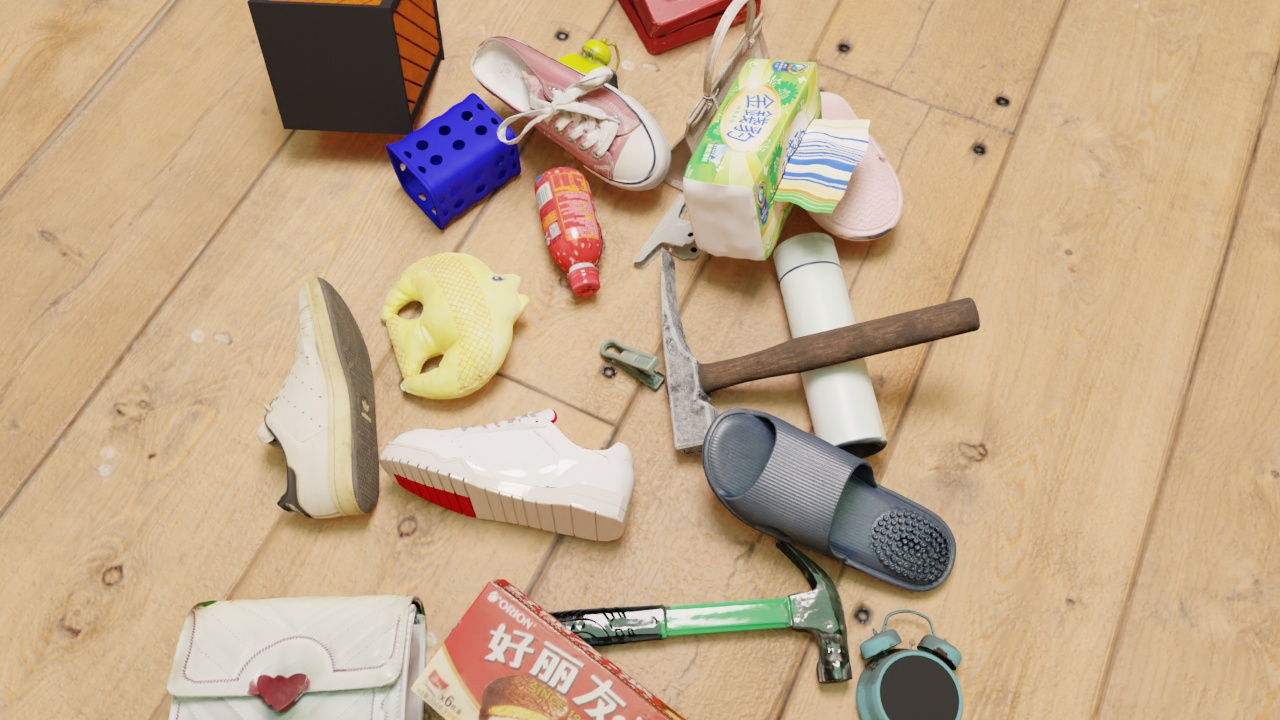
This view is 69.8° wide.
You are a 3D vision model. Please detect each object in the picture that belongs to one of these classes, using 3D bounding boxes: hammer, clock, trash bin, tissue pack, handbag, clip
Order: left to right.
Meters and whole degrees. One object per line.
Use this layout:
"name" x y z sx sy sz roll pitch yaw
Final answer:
"handbag" -0.289 0.272 0.786 0.198 0.096 0.141 -4 66 0
"trash bin" -0.308 -0.355 0.996 0.140 0.140 0.171 3 46 1
"clock" -0.060 -0.309 1.037 0.057 0.083 0.119 37 74 21
"clip" -0.011 -0.001 0.936 0.076 0.061 0.023 28 67 28
"hammer" 0.024 0.237 0.835 0.319 0.032 0.130 -4 68 -1
"clip" 0.039 -0.137 0.990 0.054 0.044 0.101 25 70 24
"handbag" 0.088 -0.299 0.968 0.062 0.198 0.175 28 70 11
"tissue pack" 0.145 -0.198 0.908 0.141 0.120 0.197 13 65 25
"hammer" 0.160 -0.043 0.883 0.301 0.037 0.217 -14 67 21
"clock" 0.238 0.280 0.802 0.090 0.053 0.124 5 64 2

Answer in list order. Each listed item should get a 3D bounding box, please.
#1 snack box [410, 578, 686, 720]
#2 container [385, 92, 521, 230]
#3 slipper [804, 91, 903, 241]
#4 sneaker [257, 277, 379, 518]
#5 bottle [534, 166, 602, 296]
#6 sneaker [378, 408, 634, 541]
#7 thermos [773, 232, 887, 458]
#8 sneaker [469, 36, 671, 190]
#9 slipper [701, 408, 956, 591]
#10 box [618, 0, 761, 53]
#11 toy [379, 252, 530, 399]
"snack box" -0.064 0.300 0.773 0.236 0.060 0.113 36 81 8
"container" -0.199 -0.217 0.997 0.113 0.085 0.084 -39 73 -16
"slipper" 0.212 -0.216 1.010 0.107 0.056 0.221 -11 57 -4
"sneaker" -0.321 0.040 0.895 0.102 0.089 0.241 -14 72 3
"bottle" -0.072 -0.134 0.974 0.062 0.062 0.137 -12 68 -5
"sneaker" -0.119 0.091 0.870 0.237 0.090 0.104 11 59 6
"thermos" 0.187 -0.016 0.920 0.068 0.068 0.229 -8 66 -3
"sneaker" -0.076 -0.259 0.950 0.241 0.087 0.118 33 106 1
"slipper" 0.176 0.131 0.817 0.263 0.082 0.101 29 81 -6
"box" 0.059 -0.457 1.078 0.157 0.127 0.137 -25 74 -10
"toy" -0.189 -0.044 0.938 0.155 0.064 0.170 -26 62 3
